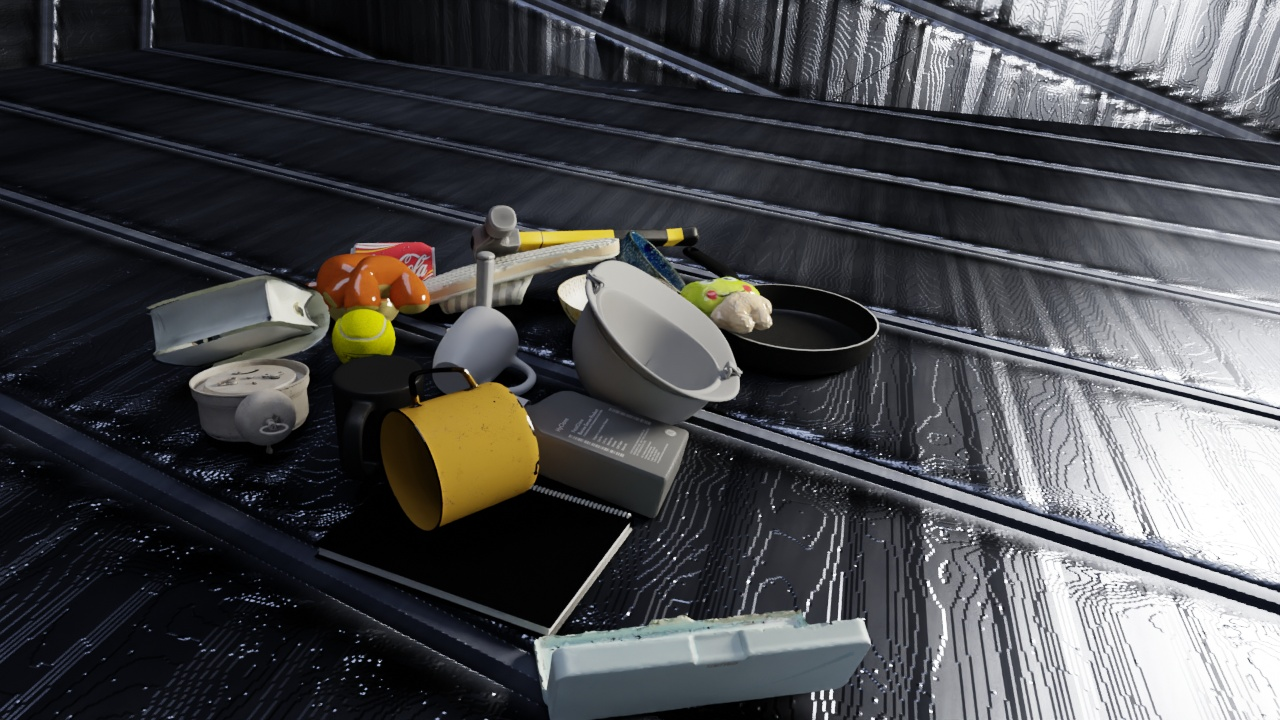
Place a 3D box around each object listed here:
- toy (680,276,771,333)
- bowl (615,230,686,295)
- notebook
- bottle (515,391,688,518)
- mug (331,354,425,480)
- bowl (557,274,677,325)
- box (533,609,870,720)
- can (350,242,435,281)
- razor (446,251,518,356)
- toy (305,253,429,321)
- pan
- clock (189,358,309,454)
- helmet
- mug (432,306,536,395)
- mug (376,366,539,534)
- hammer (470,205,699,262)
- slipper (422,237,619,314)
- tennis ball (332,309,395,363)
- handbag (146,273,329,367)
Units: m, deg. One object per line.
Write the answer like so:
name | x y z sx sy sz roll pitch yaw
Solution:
toy | 0.104 -0.063 1.053 0.092 0.043 0.118 -11 31 -23
bowl | 0.005 -0.109 1.197 0.114 0.061 0.114 44 17 -17
notebook | -0.128 0.139 0.733 0.207 0.016 0.148 13 28 20
bottle | -0.052 0.071 0.811 0.174 0.046 0.083 19 30 9
mug | -0.233 0.057 0.806 0.078 0.088 0.113 4 26 2
bowl | -0.027 -0.053 1.088 0.145 0.063 0.145 2 26 -1
box | 0.034 0.187 0.593 0.197 0.074 0.126 -2 7 -13
can | -0.321 -0.121 1.196 0.104 0.064 0.064 -3 26 -12
razor | -0.177 -0.066 1.037 0.088 0.116 0.047 21 26 32
toy | -0.326 -0.086 1.083 0.112 0.096 0.176 -4 20 -37
pan | 0.147 -0.071 1.169 0.203 0.044 0.355 -10 29 -25
clock | -0.354 0.046 0.850 0.103 0.061 0.157 -11 22 -31
helmet | -0.005 0.005 0.924 0.183 0.118 0.270 33 19 -10
mug | -0.163 0.005 0.964 0.107 0.071 0.089 33 37 -3
mug | -0.145 0.063 0.730 0.093 0.124 0.101 -18 14 -38
hammer | -0.070 -0.162 1.243 0.324 0.034 0.170 -5 -14 -21
slipper | -0.156 -0.105 1.154 0.272 0.054 0.114 -16 21 -4
tennis ball | -0.299 -0.023 0.991 0.065 0.065 0.065 3 26 -1
handbag | -0.397 -0.025 0.960 0.151 0.074 0.176 -13 -9 9
